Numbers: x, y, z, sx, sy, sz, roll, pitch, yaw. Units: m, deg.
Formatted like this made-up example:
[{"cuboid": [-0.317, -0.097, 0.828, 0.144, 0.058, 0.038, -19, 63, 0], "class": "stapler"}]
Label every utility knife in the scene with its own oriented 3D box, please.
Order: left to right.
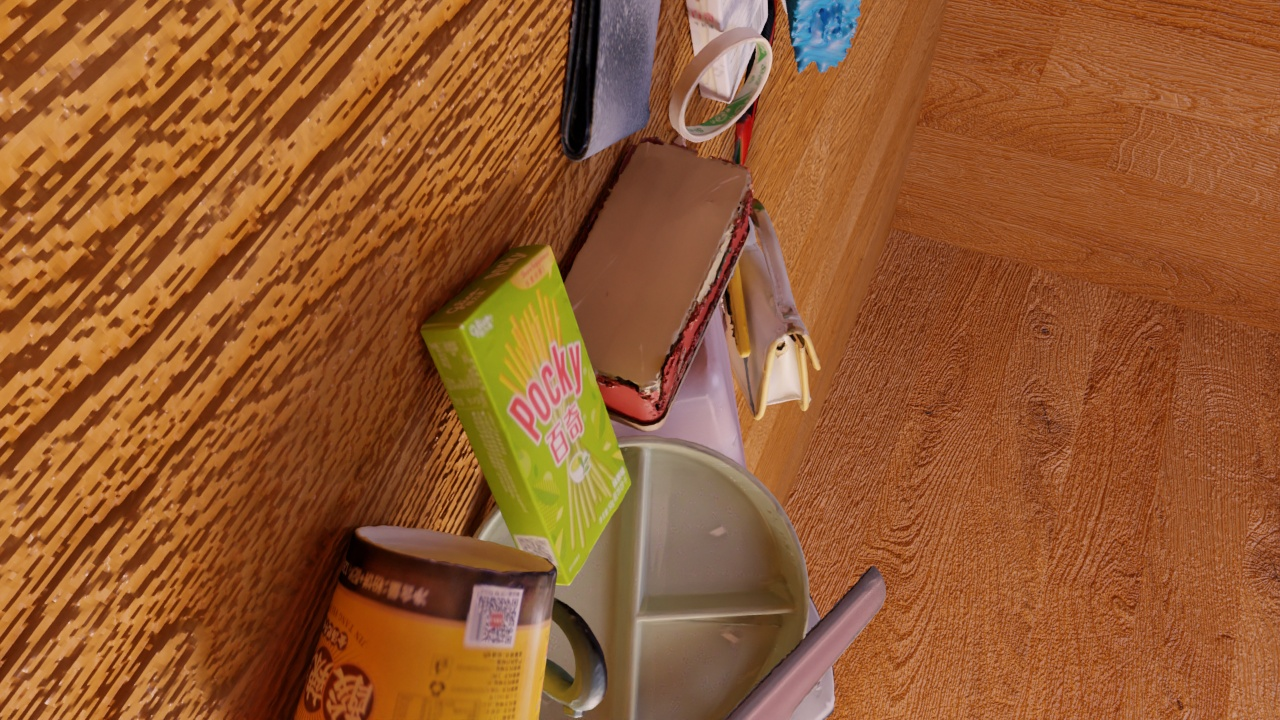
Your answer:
[{"cuboid": [0.085, -0.051, 0.821, 0.033, 0.015, 0.209, -49, 130, -89], "class": "utility knife"}]

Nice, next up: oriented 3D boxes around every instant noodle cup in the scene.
[{"cuboid": [-0.093, 0.139, 0.408, 0.118, 0.118, 0.114, 30, 72, -74], "class": "instant noodle cup"}]

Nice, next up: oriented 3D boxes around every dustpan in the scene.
[{"cuboid": [-0.004, 0.004, 0.686, 0.223, 0.139, 0.272, 70, 12, -50], "class": "dustpan"}]

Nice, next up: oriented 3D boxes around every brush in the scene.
[{"cuboid": [0.131, -0.352, 0.691, 0.315, 0.060, 0.109, 69, 6, -71], "class": "brush"}]

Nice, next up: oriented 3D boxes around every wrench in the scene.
[{"cuboid": [0.086, -0.193, 0.726, 0.056, 0.016, 0.273, 56, 43, -68], "class": "wrench"}]

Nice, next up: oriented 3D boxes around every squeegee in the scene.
[{"cuboid": [0.104, 0.296, 0.624, 0.247, 0.040, 0.250, -41, 137, -19], "class": "squeegee"}]

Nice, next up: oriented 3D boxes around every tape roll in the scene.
[{"cuboid": [0.056, -0.192, 0.641, 0.085, 0.014, 0.086, -35, 159, -16], "class": "tape roll"}]

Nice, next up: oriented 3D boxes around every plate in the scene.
[{"cuboid": [-0.005, 0.157, 0.572, 0.027, 0.230, 0.230, -152, -100, -75], "class": "plate"}]

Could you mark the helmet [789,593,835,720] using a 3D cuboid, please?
[{"cuboid": [0.000, 0.242, 0.698, 0.156, 0.230, 0.274, 31, 105, -40], "class": "helmet"}]

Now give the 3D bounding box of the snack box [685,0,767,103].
[{"cuboid": [0.060, -0.257, 0.627, 0.157, 0.027, 0.084, 65, 46, -68], "class": "snack box"}]

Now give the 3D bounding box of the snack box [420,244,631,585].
[{"cuboid": [-0.052, 0.029, 0.470, 0.085, 0.026, 0.156, -53, 133, -50], "class": "snack box"}]

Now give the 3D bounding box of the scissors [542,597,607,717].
[{"cuboid": [-0.064, 0.178, 0.466, 0.019, 0.170, 0.182, 6, 134, -39], "class": "scissors"}]

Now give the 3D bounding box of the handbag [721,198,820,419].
[{"cuboid": [0.117, -0.056, 0.851, 0.163, 0.063, 0.179, -110, -167, -45], "class": "handbag"}]

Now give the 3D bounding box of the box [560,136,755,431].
[{"cuboid": [0.006, -0.052, 0.556, 0.076, 0.091, 0.168, 86, 27, -64], "class": "box"}]

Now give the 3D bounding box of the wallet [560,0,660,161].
[{"cuboid": [-0.011, -0.176, 0.496, 0.097, 0.019, 0.121, -50, 153, -57], "class": "wallet"}]
